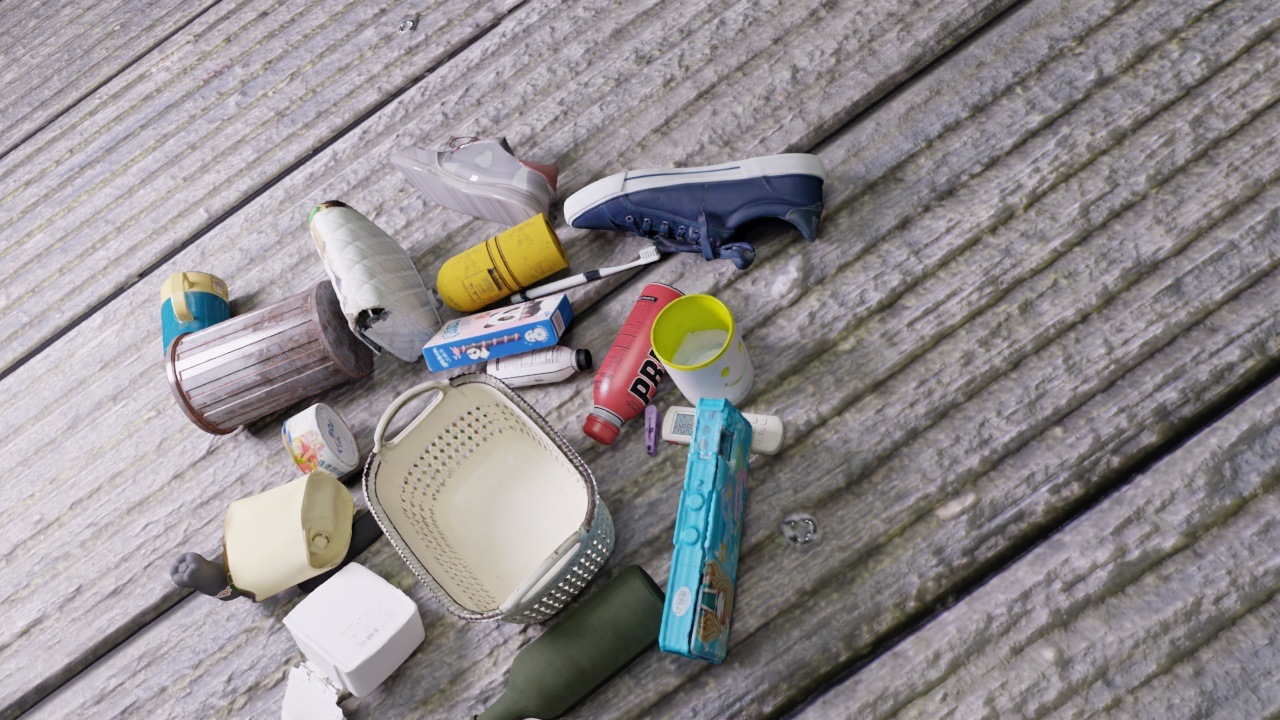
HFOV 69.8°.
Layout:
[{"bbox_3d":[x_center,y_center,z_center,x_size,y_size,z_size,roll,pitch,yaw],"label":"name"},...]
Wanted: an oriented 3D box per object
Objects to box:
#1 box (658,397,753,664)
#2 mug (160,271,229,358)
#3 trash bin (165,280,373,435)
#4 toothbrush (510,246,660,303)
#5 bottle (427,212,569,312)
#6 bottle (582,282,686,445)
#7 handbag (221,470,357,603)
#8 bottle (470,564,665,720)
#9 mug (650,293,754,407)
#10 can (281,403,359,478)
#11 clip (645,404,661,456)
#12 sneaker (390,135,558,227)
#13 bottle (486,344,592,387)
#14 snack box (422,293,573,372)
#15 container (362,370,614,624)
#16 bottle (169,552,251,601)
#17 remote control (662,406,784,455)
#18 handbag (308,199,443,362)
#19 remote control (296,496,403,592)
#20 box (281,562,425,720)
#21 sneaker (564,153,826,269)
[{"bbox_3d":[0.065,0.153,0.831,0.039,0.094,0.226,1,70,24],"label":"box"},{"bbox_3d":[-0.578,-0.058,1.181,0.083,0.114,0.107,-10,59,-11],"label":"mug"},{"bbox_3d":[-0.445,-0.001,1.092,0.211,0.131,0.130,-21,58,7],"label":"trash bin"},{"bbox_3d":[-0.066,-0.099,1.069,0.187,0.017,0.012,-16,28,12],"label":"toothbrush"},{"bbox_3d":[-0.173,-0.107,1.080,0.164,0.071,0.071,-25,58,6],"label":"bottle"},{"bbox_3d":[-0.006,0.006,0.965,0.062,0.062,0.176,20,72,28],"label":"bottle"},{"bbox_3d":[-0.379,0.190,0.985,0.119,0.081,0.111,-22,49,16],"label":"handbag"},{"bbox_3d":[-0.064,0.275,0.839,0.207,0.071,0.071,-38,57,-2],"label":"bottle"},{"bbox_3d":[0.065,-0.005,0.918,0.083,0.106,0.082,-9,60,16],"label":"mug"},{"bbox_3d":[-0.359,0.094,1.035,0.043,0.086,0.086,-29,57,3],"label":"can"},{"bbox_3d":[0.012,0.072,0.946,0.013,0.033,0.051,-3,63,18],"label":"clip"},{"bbox_3d":[-0.201,-0.239,1.148,0.236,0.099,0.089,21,73,21],"label":"sneaker"},{"bbox_3d":[-0.110,0.005,1.016,0.116,0.041,0.041,-8,61,17],"label":"bottle"},{"bbox_3d":[-0.158,-0.032,1.032,0.154,0.033,0.087,-13,20,13],"label":"snack box"},{"bbox_3d":[-0.140,0.139,0.897,0.184,0.143,0.251,-46,58,-5],"label":"container"},{"bbox_3d":[-0.451,0.235,0.980,0.036,0.110,0.036,-9,61,16],"label":"bottle"},{"bbox_3d":[0.082,0.070,0.925,0.126,0.018,0.038,5,65,23],"label":"remote control"},{"bbox_3d":[-0.317,-0.089,1.087,0.072,0.139,0.194,-38,56,6],"label":"handbag"},{"bbox_3d":[-0.317,0.197,1.006,0.146,0.015,0.033,-40,57,-3],"label":"remote control"},{"bbox_3d":[-0.302,0.299,0.907,0.111,0.101,0.188,25,69,31],"label":"box"},{"bbox_3d":[0.056,-0.147,1.011,0.295,0.120,0.127,-3,82,15],"label":"sneaker"}]
